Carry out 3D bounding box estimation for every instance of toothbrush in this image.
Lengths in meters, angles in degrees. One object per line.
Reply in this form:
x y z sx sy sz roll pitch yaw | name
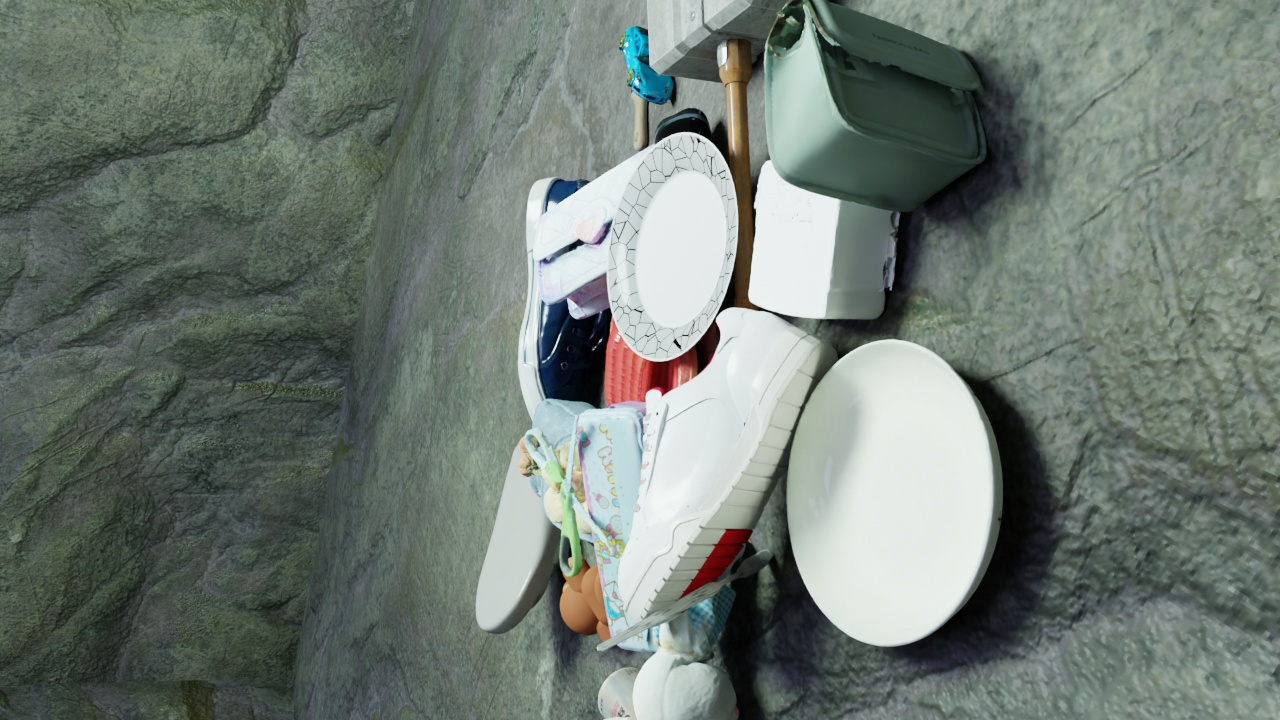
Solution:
0.036 0.163 0.634 0.010 0.181 0.010 43 125 29 | toothbrush

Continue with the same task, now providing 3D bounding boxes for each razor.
0.050 -0.161 0.836 0.053 0.063 0.140 -20 72 23 | razor

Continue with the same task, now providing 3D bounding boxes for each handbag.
-0.062 0.106 0.911 0.192 0.118 0.122 27 110 56 | handbag
0.050 0.009 0.816 0.120 0.029 0.055 140 130 -62 | handbag
-0.031 -0.127 0.893 0.159 0.069 0.126 -24 61 30 | handbag
0.140 -0.156 0.552 0.067 0.121 0.106 -37 51 56 | handbag

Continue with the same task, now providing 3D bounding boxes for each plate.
0.028 -0.093 0.766 0.189 0.016 0.188 -12 76 56 | plate
0.155 0.079 0.560 0.183 0.034 0.182 -28 58 60 | plate

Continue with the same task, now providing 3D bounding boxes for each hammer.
0.081 -0.182 0.755 0.163 0.082 0.317 -8 84 64 | hammer

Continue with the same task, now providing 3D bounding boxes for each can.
0.011 0.311 0.775 0.136 0.054 0.054 18 99 65 | can

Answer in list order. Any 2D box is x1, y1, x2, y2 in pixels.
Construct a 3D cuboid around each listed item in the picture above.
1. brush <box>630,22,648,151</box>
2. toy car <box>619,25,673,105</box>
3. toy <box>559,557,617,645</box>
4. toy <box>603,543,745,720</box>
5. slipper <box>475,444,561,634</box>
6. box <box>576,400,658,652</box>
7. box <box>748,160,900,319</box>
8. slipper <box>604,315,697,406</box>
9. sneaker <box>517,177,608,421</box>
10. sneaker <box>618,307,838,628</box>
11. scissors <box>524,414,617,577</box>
0.001 -0.302 1.012 0.039 0.012 0.151 -20 66 61 | brush
0.009 -0.312 0.958 0.032 0.048 0.105 -48 40 45 | toy car
-0.029 0.223 0.886 0.128 0.065 0.095 -39 80 41 | toy
0.036 0.231 0.707 0.205 0.106 0.131 -58 -13 -16 | toy
-0.117 0.197 1.069 0.113 0.080 0.265 -32 37 33 | slipper
0.000 0.143 0.781 0.078 0.065 0.214 -2 99 51 | box
0.141 -0.084 0.637 0.102 0.091 0.107 20 109 60 | box
-0.005 0.005 0.859 0.248 0.059 0.104 -131 44 -67 | slipper
-0.062 -0.057 1.013 0.127 0.120 0.294 3 90 25 | sneaker
0.037 0.069 0.659 0.104 0.090 0.237 32 97 31 | sneaker
-0.064 0.117 0.800 0.172 0.021 0.172 47 136 50 | scissors
